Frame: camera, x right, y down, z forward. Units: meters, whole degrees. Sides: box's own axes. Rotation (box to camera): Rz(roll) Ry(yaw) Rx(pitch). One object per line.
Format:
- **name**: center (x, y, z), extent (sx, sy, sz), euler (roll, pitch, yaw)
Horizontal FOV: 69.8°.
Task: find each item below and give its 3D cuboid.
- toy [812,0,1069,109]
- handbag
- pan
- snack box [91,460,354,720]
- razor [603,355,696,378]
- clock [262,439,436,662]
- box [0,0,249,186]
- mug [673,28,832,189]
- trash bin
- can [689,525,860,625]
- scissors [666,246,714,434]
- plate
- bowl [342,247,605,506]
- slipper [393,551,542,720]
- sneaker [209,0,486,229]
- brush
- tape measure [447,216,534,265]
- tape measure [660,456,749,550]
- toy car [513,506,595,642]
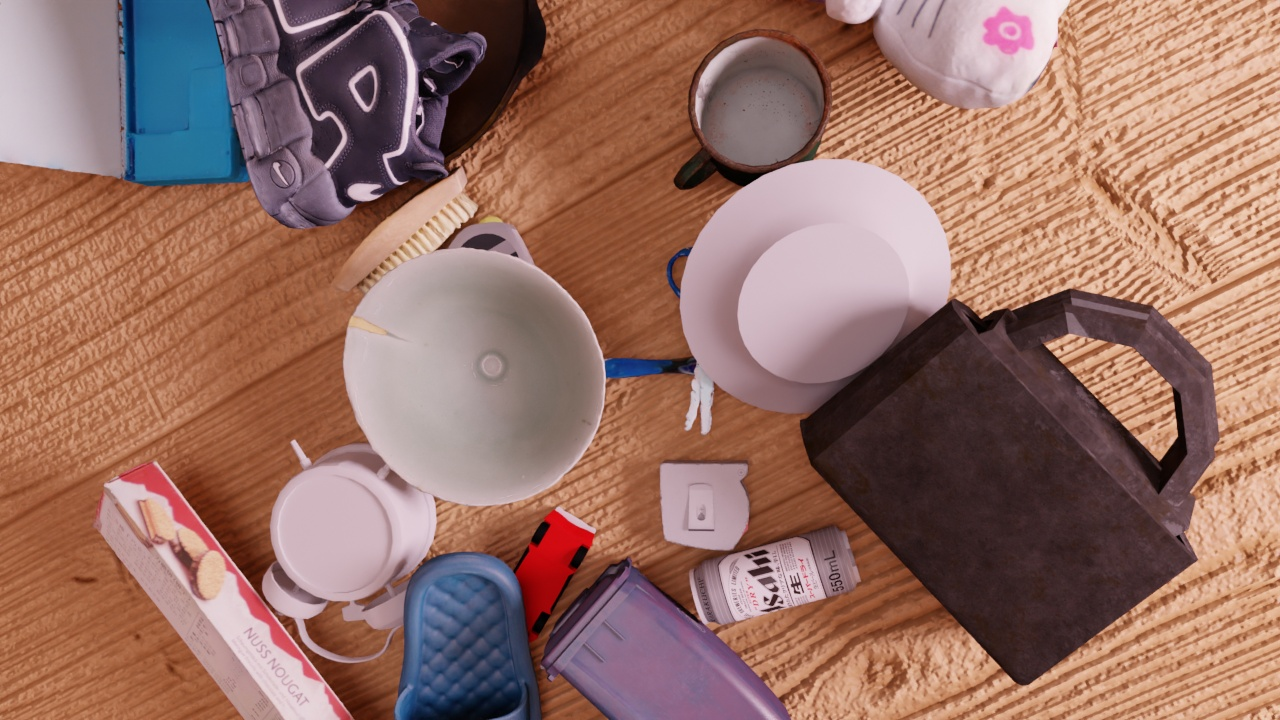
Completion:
- **toy**: center (0.157, -0.233, 0.560), extent (0.209, 0.086, 0.137), euler (35, 63, 13)
- **handbag**: center (0.237, 0.049, 0.553), extent (0.197, 0.102, 0.200), euler (48, 114, 4)
- **pan**: center (-0.163, -0.298, 0.619), extent (0.249, 0.043, 0.356), euler (14, 100, 9)
- **snack box**: center (-0.286, 0.197, 0.653), extent (0.273, 0.044, 0.077), euler (49, 133, 5)
- **razor**: center (-0.004, 0.004, 0.632), extent (0.141, 0.018, 0.044), euler (-3, 91, 9)
- **clock**: center (-0.205, 0.135, 0.650), extent (0.120, 0.061, 0.159), euler (5, 97, 7)
- **box**: center (-0.365, -0.251, 0.655), extent (0.166, 0.075, 0.243), euler (-1, 92, -21)
- **mug**: center (0.066, -0.146, 0.585), extent (0.111, 0.081, 0.085), euler (-41, 86, 8)
- **trash bin**: center (0.015, 0.215, 0.599), extent (0.161, 0.094, 0.092), euler (42, 88, 4)
- **can**: center (0.089, 0.143, 0.610), extent (0.107, 0.044, 0.044), euler (-17, 89, 9)
- **scissors**: center (0.041, -0.013, 0.618), extent (0.073, 0.016, 0.134), euler (12, 84, 6)
- **plate**: center (0.112, -0.037, 0.572), extent (0.173, 0.019, 0.173), euler (-2, 117, -4)
- **bowl**: center (-0.105, 0.006, 0.621), extent (0.174, 0.067, 0.174), euler (1, 101, 7)
- **slipper**: center (-0.117, 0.231, 0.622), extent (0.104, 0.059, 0.214), euler (2, 106, -6)
- **sneaker**: center (-0.172, -0.213, 0.565), extent (0.151, 0.097, 0.252), euler (-4, 98, 6)
- **brush**: center (-0.162, -0.087, 0.640), extent (0.117, 0.049, 0.039), euler (-38, 109, 7)
- **tape measure**: center (-0.109, -0.064, 0.647), extent (0.065, 0.016, 0.064), euler (-29, 88, 8)
- **tape measure**: center (0.044, 0.097, 0.627), extent (0.060, 0.020, 0.062), euler (-1, 92, 9)
- **toy car**: center (-0.068, 0.150, 0.644), extent (0.038, 0.025, 0.089), euler (31, 98, 5)
